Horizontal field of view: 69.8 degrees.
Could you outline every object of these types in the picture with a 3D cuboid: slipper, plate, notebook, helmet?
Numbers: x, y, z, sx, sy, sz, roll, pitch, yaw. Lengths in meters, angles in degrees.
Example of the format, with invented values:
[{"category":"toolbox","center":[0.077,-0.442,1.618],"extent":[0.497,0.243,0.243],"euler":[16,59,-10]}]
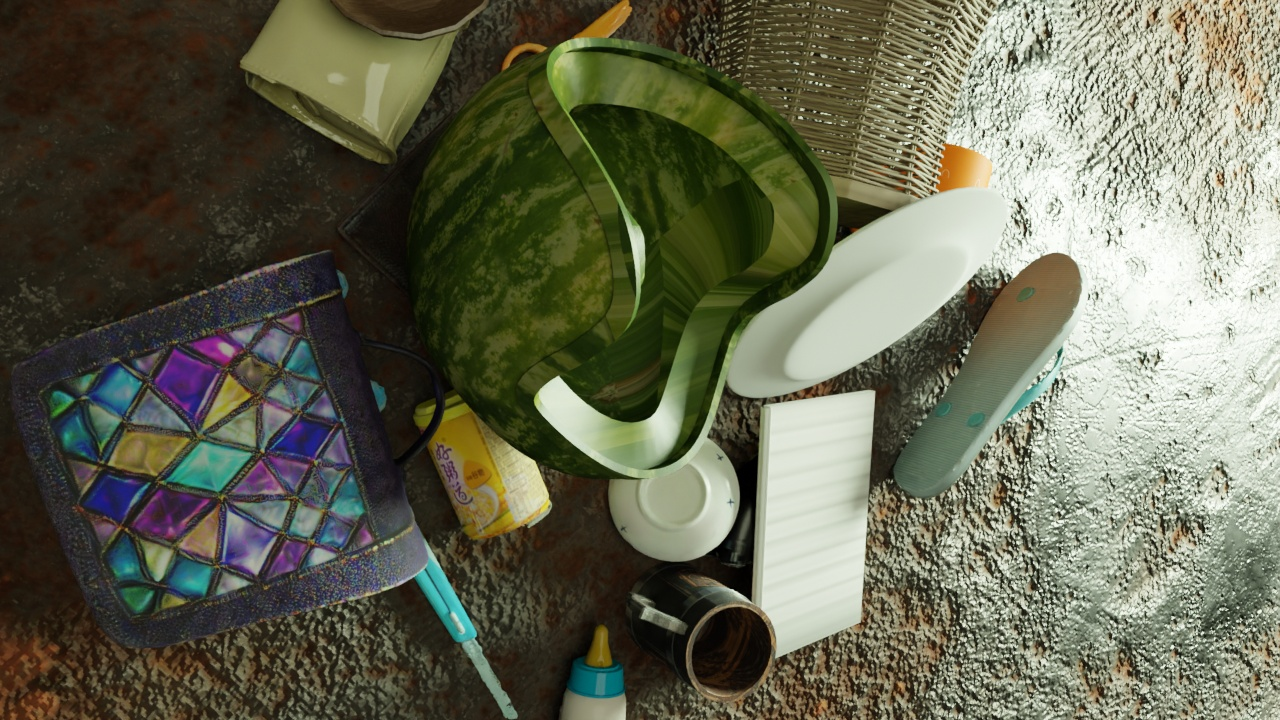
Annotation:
[{"category":"slipper","center":[0.328,0.019,0.820],"extent":[0.054,0.098,0.268],"euler":[40,79,-18]},{"category":"plate","center":[0.026,0.104,0.713],"extent":[0.104,0.026,0.104],"euler":[-1,80,3]},{"category":"plate","center":[0.174,-0.038,0.695],"extent":[0.242,0.243,0.016],"euler":[-20,64,-20]},{"category":"notebook","center":[0.144,0.134,0.762],"extent":[0.142,0.009,0.210],"euler":[-5,100,-41]},{"category":"helmet","center":[-0.033,-0.059,0.569],"extent":[0.212,0.248,0.243],"euler":[-21,59,-40]}]

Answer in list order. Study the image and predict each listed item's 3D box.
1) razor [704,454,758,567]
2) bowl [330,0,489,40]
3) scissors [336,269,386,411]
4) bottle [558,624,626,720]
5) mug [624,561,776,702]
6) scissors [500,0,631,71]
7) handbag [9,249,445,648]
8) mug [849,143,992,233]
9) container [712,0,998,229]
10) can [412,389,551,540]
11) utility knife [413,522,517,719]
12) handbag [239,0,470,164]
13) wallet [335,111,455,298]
[{"category":"razor","center":[0.107,0.109,0.764],"extent":[0.151,0.054,0.067],"euler":[-44,117,-22]},{"category":"bowl","center":[-0.144,-0.249,0.566],"extent":[0.117,0.030,0.118],"euler":[1,85,-12]},{"category":"scissors","center":[-0.238,-0.007,0.633],"extent":[0.134,0.011,0.137],"euler":[12,91,-20]},{"category":"bottle","center":[-0.037,0.276,0.706],"extent":[0.051,0.051,0.146],"euler":[5,90,-22]},{"category":"mug","center":[0.030,0.199,0.699],"extent":[0.115,0.107,0.080],"euler":[27,82,-21]},{"category":"scissors","center":[-0.049,-0.233,0.700],"extent":[0.127,0.013,0.064],"euler":[-43,107,-14]},{"category":"handbag","center":[-0.231,0.049,0.568],"extent":[0.221,0.125,0.205],"euler":[-18,101,-17]},{"category":"mug","center":[0.236,-0.133,0.795],"extent":[0.113,0.077,0.096],"euler":[15,86,9]},{"category":"container","center":[0.142,-0.210,0.674],"extent":[0.226,0.227,0.196],"euler":[10,95,-22]},{"category":"can","center":[-0.113,0.070,0.658],"extent":[0.067,0.068,0.105],"euler":[-25,102,-20]},{"category":"utility knife","center":[-0.133,0.196,0.685],"extent":[0.022,0.015,0.181],"euler":[-32,106,-15]},{"category":"handbag","center":[-0.187,-0.210,0.612],"extent":[0.111,0.081,0.119],"euler":[28,83,-14]},{"category":"wallet","center":[-0.142,-0.102,0.661],"extent":[0.099,0.031,0.120],"euler":[44,82,-19]}]
